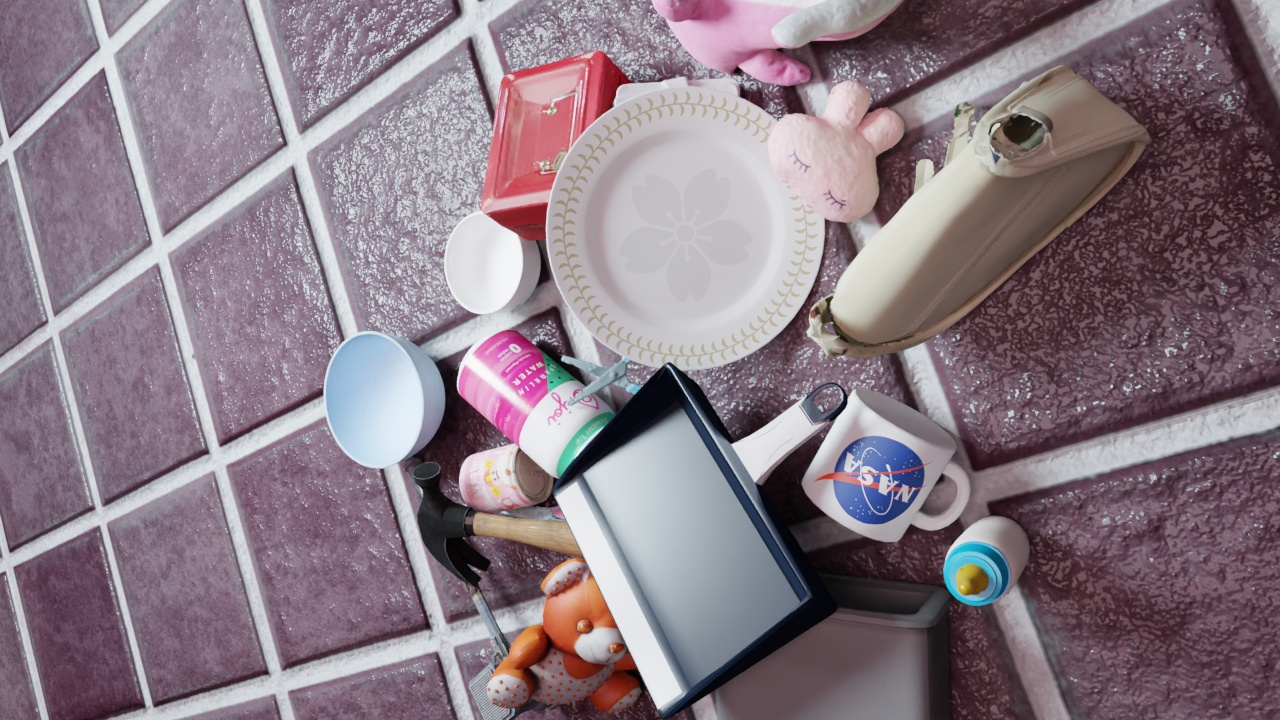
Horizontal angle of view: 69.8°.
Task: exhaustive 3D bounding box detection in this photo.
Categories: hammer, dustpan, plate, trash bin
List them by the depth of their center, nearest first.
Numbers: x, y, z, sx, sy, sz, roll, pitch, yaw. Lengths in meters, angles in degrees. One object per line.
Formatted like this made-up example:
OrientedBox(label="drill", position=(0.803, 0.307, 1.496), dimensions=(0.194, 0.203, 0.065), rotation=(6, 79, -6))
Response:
OrientedBox(label="dustpan", position=(0.060, 0.114, 0.746), dimensions=(0.273, 0.080, 0.236), rotation=(-36, 59, 9))
OrientedBox(label="trash bin", position=(0.162, 0.301, 0.774), dimensions=(0.192, 0.097, 0.220), rotation=(-1, 94, 30))
OrientedBox(label="plate", position=(0.040, -0.112, 0.797), dimensions=(0.242, 0.016, 0.242), rotation=(-1, 98, -6))
OrientedBox(label="hammer", position=(-0.075, 0.178, 0.904), dimensions=(0.306, 0.040, 0.132), rotation=(6, 123, 16))
OrientedBox(label="hammer", position=(-0.187, 0.232, 0.990), dimensions=(0.044, 0.098, 0.322), rotation=(-45, 63, 24))

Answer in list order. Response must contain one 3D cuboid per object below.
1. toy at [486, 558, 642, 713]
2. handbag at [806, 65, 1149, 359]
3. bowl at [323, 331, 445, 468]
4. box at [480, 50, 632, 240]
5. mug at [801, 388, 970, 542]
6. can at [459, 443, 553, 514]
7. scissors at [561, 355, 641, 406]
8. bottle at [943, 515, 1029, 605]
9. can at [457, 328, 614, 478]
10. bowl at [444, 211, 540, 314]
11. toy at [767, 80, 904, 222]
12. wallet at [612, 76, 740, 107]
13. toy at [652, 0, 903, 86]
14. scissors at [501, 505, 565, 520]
OrientedBox(label="toy", position=(-0.049, 0.266, 0.865), dimensions=(0.173, 0.163, 0.092), rotation=(-63, 27, 25))
OrientedBox(label="handbag", position=(0.224, -0.116, 0.675), dimensions=(0.132, 0.183, 0.230), rotation=(51, 131, 21))
OrientedBox(label="bowl", position=(-0.273, 0.041, 1.024), dimensions=(0.151, 0.074, 0.150), rotation=(2, 94, 29))
OrientedBox(label="box", position=(-0.076, -0.202, 0.867), dimensions=(0.129, 0.086, 0.158), rotation=(-3, 74, 31))
OrientedBox(label="mug", position=(0.206, 0.091, 0.743), dimensions=(0.121, 0.091, 0.090), rotation=(28, 107, 6))
OrientedBox(label="can", position=(-0.140, 0.123, 0.955), dimensions=(0.076, 0.067, 0.067), rotation=(-17, 84, 29))
OrientedBox(label="scissors", position=(-0.005, 0.003, 0.869), dimensions=(0.136, 0.015, 0.126), rotation=(20, 84, -12))
OrientedBox(label="bottle", position=(0.254, 0.152, 0.681), dimensions=(0.051, 0.146, 0.051), rotation=(2, 94, 30))
OrientedBox(label="can", position=(-0.102, 0.045, 0.916), dimensions=(0.166, 0.088, 0.088), rotation=(38, 110, 23))
OrientedBox(label="bowl", position=(-0.148, -0.100, 0.955), dimensions=(0.105, 0.054, 0.105), rotation=(1, 92, 29))
OrientedBox(label="toy", position=(0.165, -0.176, 0.762), dimensions=(0.108, 0.053, 0.105), rotation=(37, 97, -8))
OrientedBox(label="wallet", position=(0.036, -0.211, 0.827), dimensions=(0.116, 0.032, 0.086), rotation=(-9, 95, 0))
OrientedBox(label="toy", position=(0.105, -0.284, 0.763), dimensions=(0.266, 0.186, 0.128), rotation=(30, 148, 48))
OrientedBox(label="scissors", position=(-0.092, 0.166, 0.960), dimensions=(0.174, 0.017, 0.076), rotation=(4, 97, 28))
